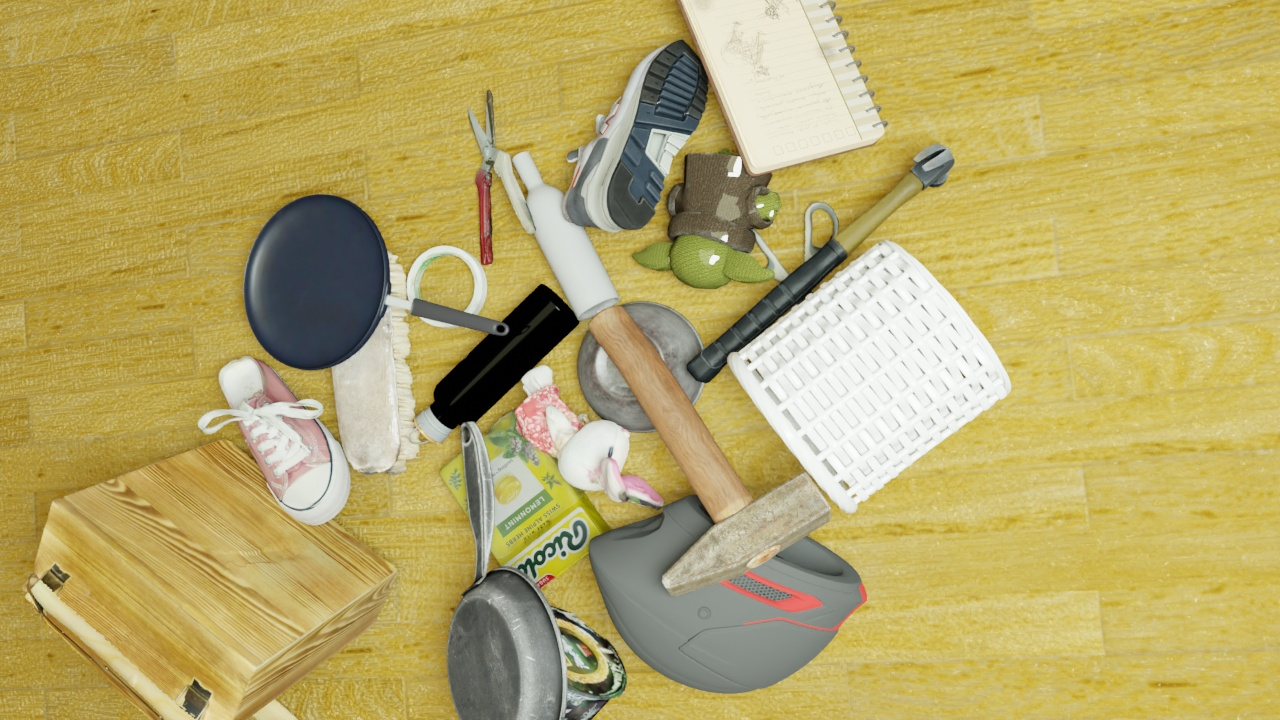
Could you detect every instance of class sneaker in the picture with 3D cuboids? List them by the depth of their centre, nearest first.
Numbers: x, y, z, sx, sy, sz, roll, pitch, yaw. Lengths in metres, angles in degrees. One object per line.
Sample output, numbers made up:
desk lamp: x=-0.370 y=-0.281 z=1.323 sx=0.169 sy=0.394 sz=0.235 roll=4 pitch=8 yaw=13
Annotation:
sneaker: x=-0.020 y=-0.233 z=0.979 sx=0.124 sy=0.089 sz=0.239 roll=-7 pitch=53 yaw=46
sneaker: x=-0.411 y=0.077 z=1.031 sx=0.118 sy=0.088 sz=0.241 roll=-38 pitch=66 yaw=-12

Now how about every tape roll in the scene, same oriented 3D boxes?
tape roll: x=-0.223 y=-0.085 z=1.057 sx=0.094 sy=0.018 sz=0.094 roll=-1 pitch=87 yaw=13

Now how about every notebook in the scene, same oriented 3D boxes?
notebook: x=0.145 y=-0.311 z=0.939 sx=0.167 sy=0.024 sz=0.225 roll=-18 pitch=81 yaw=-19

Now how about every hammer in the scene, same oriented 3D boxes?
hammer: x=0.030 y=0.065 z=0.869 sx=0.158 sy=0.037 sz=0.300 roll=-31 pitch=61 yaw=-4
hammer: x=0.178 y=-0.094 z=0.913 sx=0.333 sy=0.117 sz=0.025 roll=-42 pitch=78 yaw=7

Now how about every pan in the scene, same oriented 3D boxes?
pan: x=-0.154 y=0.222 z=0.922 sx=0.188 sy=0.055 sz=0.356 roll=-41 pitch=58 yaw=41
pan: x=-0.294 y=-0.070 z=1.005 sx=0.357 sy=0.021 sz=0.199 roll=14 pitch=91 yaw=22

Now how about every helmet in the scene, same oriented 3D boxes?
helmet: x=0.070 y=0.235 z=0.903 sx=0.265 sy=0.164 sz=0.170 roll=25 pitch=99 yaw=5

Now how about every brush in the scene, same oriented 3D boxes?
brush: x=-0.308 y=-0.003 z=1.053 sx=0.083 sy=0.056 sz=0.271 roll=-9 pitch=85 yaw=16

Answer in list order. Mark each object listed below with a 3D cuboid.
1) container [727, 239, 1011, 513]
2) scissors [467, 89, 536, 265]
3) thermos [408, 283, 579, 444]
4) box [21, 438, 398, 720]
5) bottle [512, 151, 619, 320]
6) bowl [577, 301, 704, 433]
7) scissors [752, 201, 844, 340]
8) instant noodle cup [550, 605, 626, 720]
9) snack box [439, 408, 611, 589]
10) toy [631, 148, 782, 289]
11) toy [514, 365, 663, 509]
container: x=0.212 y=0.015 z=0.868 sx=0.187 sy=0.189 sz=0.189 roll=-39 pitch=80 yaw=7
scissors: x=-0.162 y=-0.198 z=1.029 sx=0.179 sy=0.015 sz=0.195 roll=34 pitch=117 yaw=43
thermos: x=-0.171 y=0.016 z=1.019 sx=0.231 sy=0.061 sz=0.061 roll=-43 pitch=80 yaw=8
box: x=-0.483 y=0.291 z=0.987 sx=0.279 sy=0.268 sz=0.264 roll=35 pitch=110 yaw=12
bottle: x=-0.090 y=-0.142 z=1.011 sx=0.052 sy=0.052 sz=0.195 roll=-29 pitch=82 yaw=10
bowl: x=-0.006 y=0.005 z=0.979 sx=0.145 sy=0.067 sz=0.145 roll=-1 pitch=88 yaw=13
scissors: x=0.167 y=-0.094 z=0.971 sx=0.157 sy=0.012 sz=0.168 roll=28 pitch=94 yaw=14
instant noodle cup: x=-0.101 y=0.342 z=0.963 sx=0.137 sy=0.137 sz=0.112 roll=35 pitch=104 yaw=12
snack box: x=-0.130 y=0.155 z=1.013 sx=0.121 sy=0.045 sz=0.181 roll=-37 pitch=81 yaw=8
toy: x=0.080 y=-0.148 z=0.956 sx=0.180 sy=0.078 sz=0.152 roll=13 pitch=87 yaw=39
toy: x=-0.060 y=0.087 z=0.958 sx=0.084 sy=0.159 sz=0.194 roll=-46 pitch=65 yaw=0
